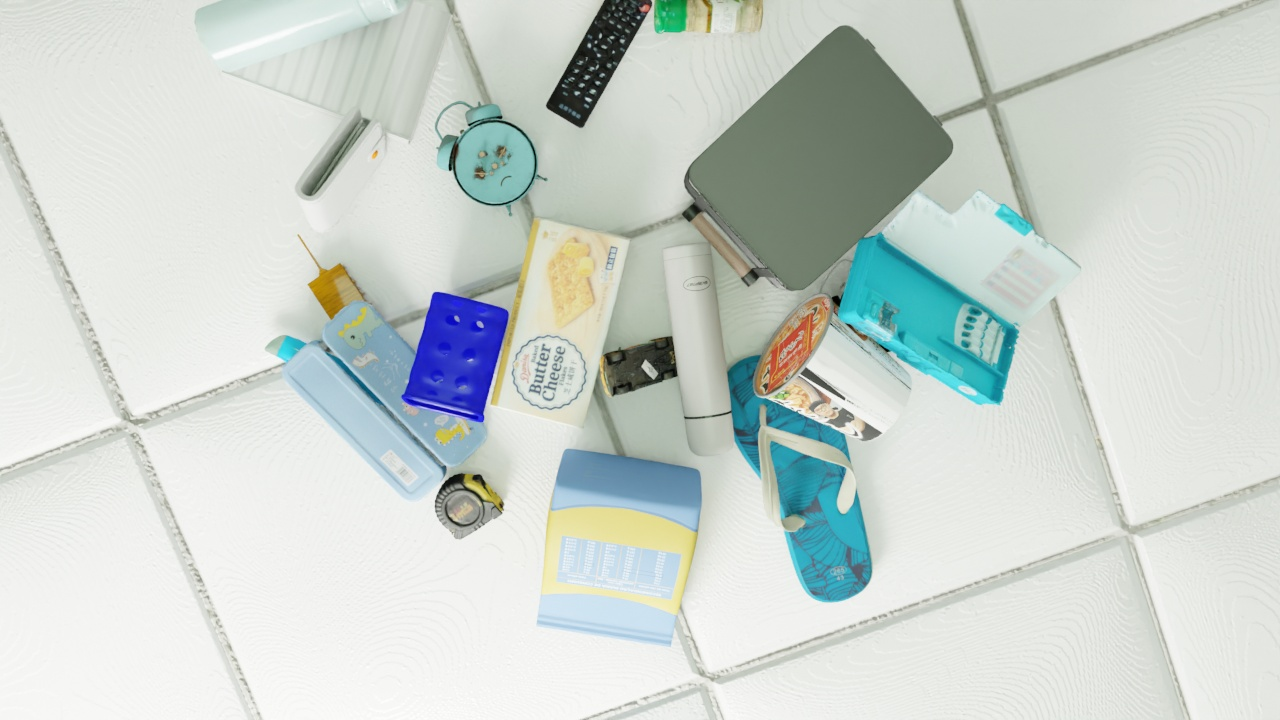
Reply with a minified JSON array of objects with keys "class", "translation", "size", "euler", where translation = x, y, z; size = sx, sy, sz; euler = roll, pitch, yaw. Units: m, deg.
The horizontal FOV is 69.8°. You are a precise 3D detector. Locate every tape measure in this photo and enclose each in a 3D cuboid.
[{"class":"tape measure","translation":[-0.194,0.157,1.009],"size":[0.067,0.038,0.062],"euler":[-35,103,7]}]

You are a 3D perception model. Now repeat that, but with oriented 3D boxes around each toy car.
[{"class":"toy car","translation":[-0.006,0.006,0.979],"size":[0.111,0.047,0.047],"euler":[-16,97,-38]}]

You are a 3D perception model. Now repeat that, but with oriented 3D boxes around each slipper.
[{"class":"slipper","translation":[0.180,0.130,0.991],"size":[0.118,0.060,0.295],"euler":[-21,96,-1]}]

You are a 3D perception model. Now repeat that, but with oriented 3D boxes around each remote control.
[{"class":"remote control","translation":[-0.043,-0.319,0.963],"size":[0.047,0.022,0.150],"euler":[31,94,-2]}]

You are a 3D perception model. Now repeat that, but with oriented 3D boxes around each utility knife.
[{"class":"utility knife","translation":[-0.325,0.016,1.004],"size":[0.174,0.015,0.031],"euler":[28,97,-4]}]

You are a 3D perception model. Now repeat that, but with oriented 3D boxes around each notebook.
[{"class":"notebook","translation":[-0.321,-0.332,0.969],"size":[0.210,0.009,0.142],"euler":[20,95,-2]}]

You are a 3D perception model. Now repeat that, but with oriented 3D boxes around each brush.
[{"class":"brush","translation":[-0.329,-0.078,0.992],"size":[0.048,0.017,0.126],"euler":[-32,95,4]}]

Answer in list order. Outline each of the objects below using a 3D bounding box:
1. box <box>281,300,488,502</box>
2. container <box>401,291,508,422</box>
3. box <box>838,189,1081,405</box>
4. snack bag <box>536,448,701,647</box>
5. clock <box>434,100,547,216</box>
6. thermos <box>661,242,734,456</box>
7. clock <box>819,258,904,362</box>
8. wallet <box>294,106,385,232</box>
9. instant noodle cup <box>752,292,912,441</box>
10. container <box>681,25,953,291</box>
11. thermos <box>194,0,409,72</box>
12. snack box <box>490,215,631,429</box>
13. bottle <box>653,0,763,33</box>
[{"class":"box","translation":[-0.274,0.046,0.987],"size":[0.127,0.034,0.209],"euler":[-41,101,4]},{"class":"container","translation":[-0.189,-0.003,0.952],"size":[0.084,0.085,0.113],"euler":[14,80,-7]},{"class":"box","translation":[0.316,-0.072,0.923],"size":[0.227,0.072,0.182],"euler":[27,95,-28]},{"class":"snack bag","translation":[-0.025,0.211,0.988],"size":[0.159,0.102,0.205],"euler":[9,109,-1]},{"class":"clock","translation":[-0.161,-0.215,0.958],"size":[0.090,0.053,0.124],"euler":[-44,94,4]},{"class":"thermos","translation":[0.062,-0.011,0.973],"size":[0.052,0.052,0.224],"euler":[-8,93,1]},{"class":"clock","translation":[0.248,-0.058,0.977],"size":[0.120,0.042,0.091],"euler":[34,95,-3]},{"class":"wallet","translation":[-0.305,-0.190,0.945],"size":[0.037,0.115,0.118],"euler":[31,74,-3]},{"class":"instant noodle cup","translation":[0.201,0.015,0.936],"size":[0.121,0.123,0.123],"euler":[32,95,-13]},{"class":"container","translation":[0.168,-0.193,0.918],"size":[0.241,0.130,0.163],"euler":[-43,94,5]},{"class":"thermos","translation":[-0.338,-0.356,0.928],"size":[0.207,0.065,0.077],"euler":[-18,53,2]},{"class":"snack box","translation":[-0.085,-0.041,0.975],"size":[0.104,0.057,0.208],"euler":[14,96,-1]},{"class":"bottle","translation":[0.070,-0.358,0.945],"size":[0.111,0.043,0.043],"euler":[0,96,0]}]
